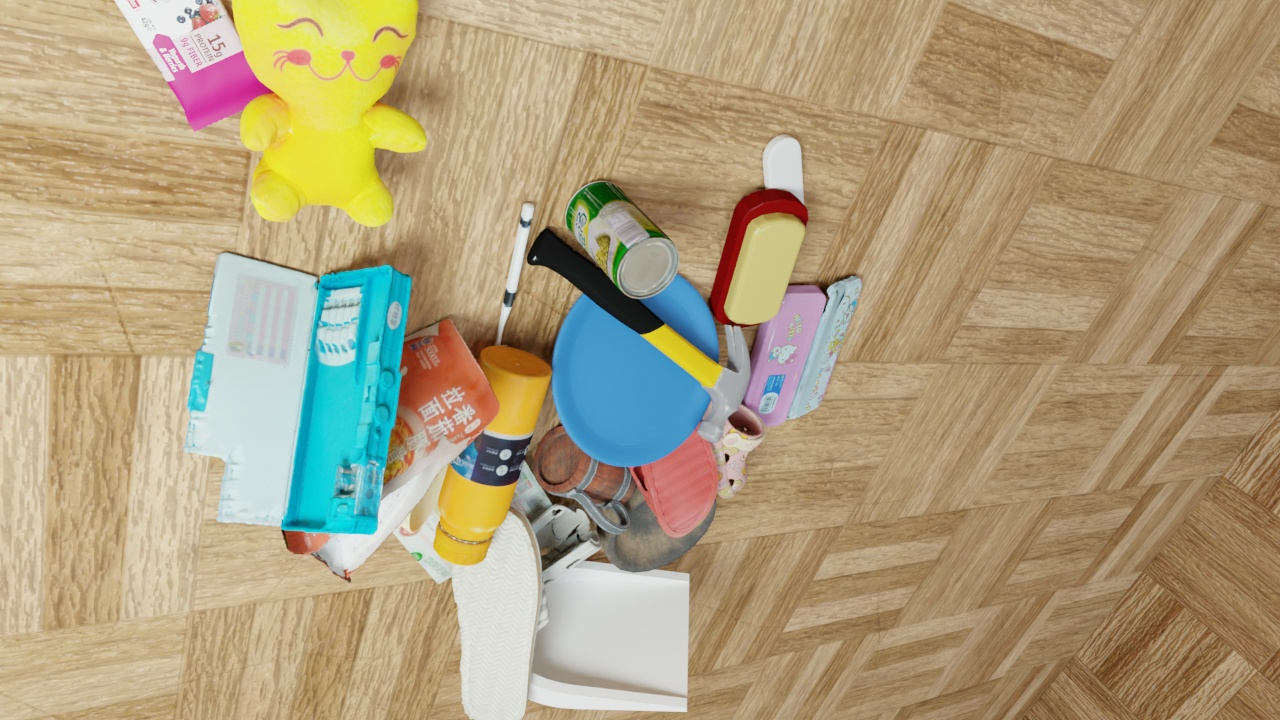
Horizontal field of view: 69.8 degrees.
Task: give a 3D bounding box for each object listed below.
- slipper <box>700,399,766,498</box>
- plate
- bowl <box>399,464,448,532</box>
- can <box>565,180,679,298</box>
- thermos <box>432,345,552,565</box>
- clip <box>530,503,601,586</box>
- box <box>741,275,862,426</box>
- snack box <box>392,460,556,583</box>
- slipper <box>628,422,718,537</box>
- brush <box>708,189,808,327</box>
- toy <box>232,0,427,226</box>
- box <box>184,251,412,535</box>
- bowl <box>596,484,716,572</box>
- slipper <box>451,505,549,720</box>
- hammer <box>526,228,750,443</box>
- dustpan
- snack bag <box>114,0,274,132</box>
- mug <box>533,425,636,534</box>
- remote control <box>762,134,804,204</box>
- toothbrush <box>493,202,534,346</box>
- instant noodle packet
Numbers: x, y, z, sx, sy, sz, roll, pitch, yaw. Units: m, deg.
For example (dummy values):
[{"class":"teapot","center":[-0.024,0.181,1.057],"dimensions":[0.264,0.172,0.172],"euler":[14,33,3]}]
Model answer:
[{"class":"slipper","center":[0.118,0.094,1.161],"dimensions":[0.081,0.093,0.197],"euler":[-8,131,8]},{"class":"plate","center":[-0.006,0.006,1.019],"dimensions":[0.223,0.024,0.224],"euler":[-7,102,-35]},{"class":"bowl","center":[-0.246,0.109,0.949],"dimensions":[0.074,0.117,0.118],"euler":[21,120,4]},{"class":"can","center":[-0.019,-0.118,0.882],"dimensions":[0.067,0.121,0.067],"euler":[-18,134,-21]},{"class":"thermos","center":[-0.160,0.102,0.971],"dimensions":[0.076,0.091,0.233],"euler":[19,109,1]},{"class":"clip","center":[-0.102,0.246,1.143],"dimensions":[0.127,0.105,0.151],"euler":[-35,140,12]},{"class":"box","center":[0.208,-0.009,1.190],"dimensions":[0.151,0.040,0.215],"euler":[-12,131,-30]},{"class":"snack box","center":[-0.196,0.180,1.083],"dimensions":[0.168,0.027,0.132],"euler":[-31,136,-8]},{"class":"slipper","center":[0.024,0.092,1.100],"dimensions":[0.103,0.059,0.249],"euler":[-24,108,-26]},{"class":"brush","center":[0.135,-0.107,1.038],"dimensions":[0.082,0.041,0.174],"euler":[-4,131,-21]},{"class":"toy","center":[-0.234,-0.200,0.696],"dimensions":[0.134,0.087,0.194],"euler":[-6,126,-26]},{"class":"box","center":[-0.285,0.030,0.781],"dimensions":[0.168,0.227,0.087],"euler":[5,166,-3]},{"class":"bowl","center":[0.014,0.196,1.204],"dimensions":[0.162,0.070,0.162],"euler":[-18,133,-21]},{"class":"slipper","center":[-0.166,0.296,1.070],"dimensions":[0.054,0.114,0.273],"euler":[-31,123,-73]},{"class":"hammer","center":[0.008,-0.038,0.988],"dimensions":[0.323,0.029,0.127],"euler":[37,76,-33]},{"class":"dustpan","center":[-0.069,0.338,1.161],"dimensions":[0.258,0.191,0.053],"euler":[0,132,5]},{"class":"snack bag","center":[-0.330,-0.256,0.636],"dimensions":[0.070,0.016,0.197],"euler":[-29,136,-12]},{"class":"mug","center":[-0.057,0.145,1.085],"dimensions":[0.082,0.117,0.111],"euler":[-34,144,21]},{"class":"remote control","center":[0.160,-0.189,1.021],"dimensions":[0.043,0.013,0.137],"euler":[-26,136,-13]},{"class":"toothbrush","center":[-0.128,-0.074,0.927],"dimensions":[0.017,0.012,0.187],"euler":[-15,134,-41]},{"class":"instant noodle packet","center":[-0.236,0.072,0.865],"dimensions":[0.221,0.164,0.084],"euler":[-40,135,2]}]
